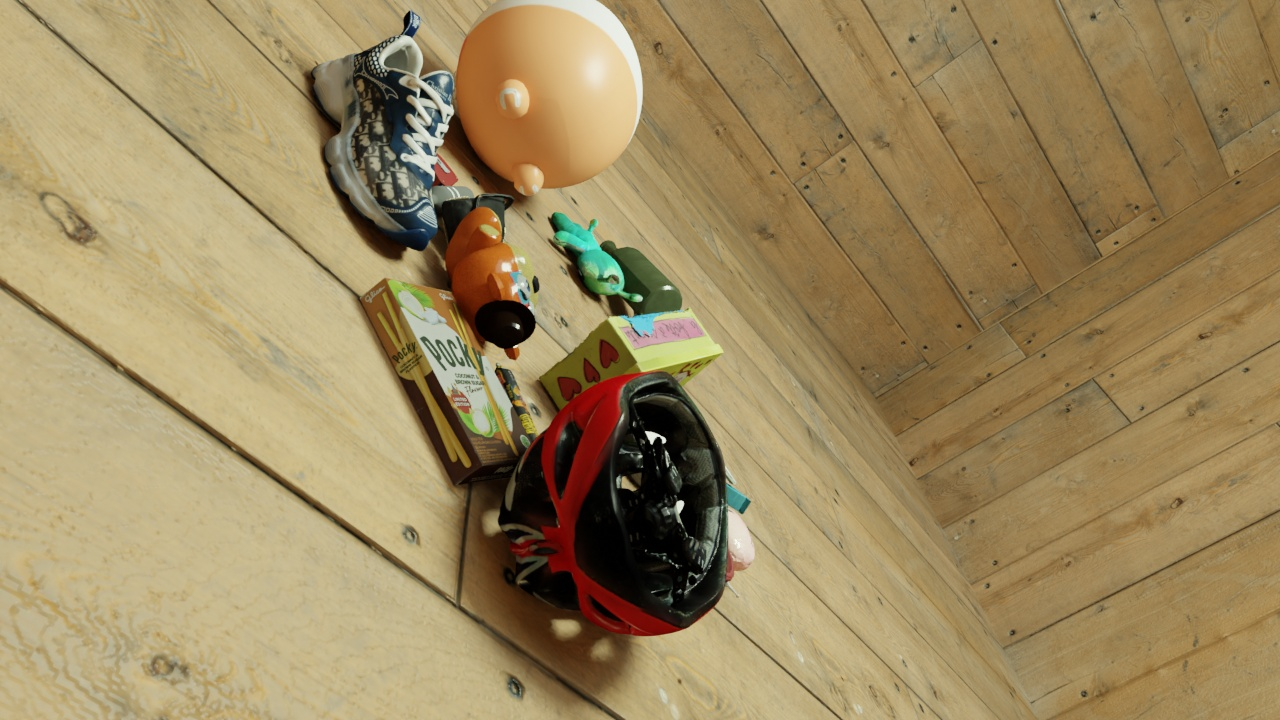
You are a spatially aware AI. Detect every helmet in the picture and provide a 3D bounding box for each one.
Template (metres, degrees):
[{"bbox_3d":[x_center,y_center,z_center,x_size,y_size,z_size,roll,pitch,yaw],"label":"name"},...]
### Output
[{"bbox_3d":[-0.006,0.122,0.798,0.271,0.167,0.217,-17,93,-64],"label":"helmet"}]

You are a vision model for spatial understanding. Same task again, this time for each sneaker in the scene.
[{"bbox_3d":[-0.238,-0.236,0.923,0.103,0.132,0.269,33,29,-56],"label":"sneaker"}]

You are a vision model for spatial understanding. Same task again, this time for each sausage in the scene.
[{"bbox_3d":[-0.113,0.064,0.891,0.020,0.020,0.155,28,31,-57],"label":"sausage"}]

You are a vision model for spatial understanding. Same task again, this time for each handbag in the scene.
[{"bbox_3d":[-0.181,-0.146,1.029,0.128,0.054,0.079,-38,124,-72],"label":"handbag"}]

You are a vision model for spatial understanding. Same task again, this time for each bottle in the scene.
[{"bbox_3d":[-0.011,-0.131,1.435,0.071,0.071,0.206,40,7,-42],"label":"bottle"},{"bbox_3d":[-0.224,-0.182,1.039,0.030,0.030,0.112,55,16,-1],"label":"bottle"}]

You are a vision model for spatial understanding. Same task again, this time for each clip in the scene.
[{"bbox_3d":[0.086,0.154,1.178,0.120,0.027,0.103,33,3,35],"label":"clip"}]

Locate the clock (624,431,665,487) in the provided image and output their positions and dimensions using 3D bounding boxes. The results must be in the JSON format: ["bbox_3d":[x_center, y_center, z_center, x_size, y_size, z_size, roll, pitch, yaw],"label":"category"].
[{"bbox_3d":[0.008,0.107,1.099,0.091,0.044,0.122,48,18,-23],"label":"clock"}]

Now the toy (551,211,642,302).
[{"bbox_3d":[-0.070,-0.157,1.362,0.130,0.072,0.193,31,20,-54],"label":"toy"}]

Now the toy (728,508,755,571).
[{"bbox_3d":[0.092,0.210,1.130,0.105,0.053,0.108,32,17,-28],"label":"toy"}]

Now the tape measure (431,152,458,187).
[{"bbox_3d":[-0.243,-0.227,1.090,0.051,0.019,0.058,51,17,-14],"label":"tape measure"}]

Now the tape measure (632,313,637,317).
[{"bbox_3d":[0.014,-0.039,1.419,0.058,0.038,0.058,32,24,-22],"label":"tape measure"}]

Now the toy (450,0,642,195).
[{"bbox_3d":[-0.134,-0.363,1.263,0.279,0.266,0.263,-76,164,-46],"label":"toy"}]

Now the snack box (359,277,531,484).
[{"bbox_3d":[-0.166,0.018,0.809,0.186,0.032,0.101,60,17,14],"label":"snack box"}]

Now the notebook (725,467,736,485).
[{"bbox_3d":[0.054,0.066,1.265,0.253,0.009,0.181,54,0,8],"label":"notebook"}]

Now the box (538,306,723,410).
[{"bbox_3d":[-0.006,0.006,1.069,0.080,0.125,0.220,55,24,10],"label":"box"}]

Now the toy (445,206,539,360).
[{"bbox_3d":[-0.151,-0.073,0.926,0.175,0.096,0.112,-98,-178,-47],"label":"toy"}]

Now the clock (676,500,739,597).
[{"bbox_3d":[0.055,0.209,1.027,0.137,0.048,0.096,48,18,-26],"label":"clock"}]
